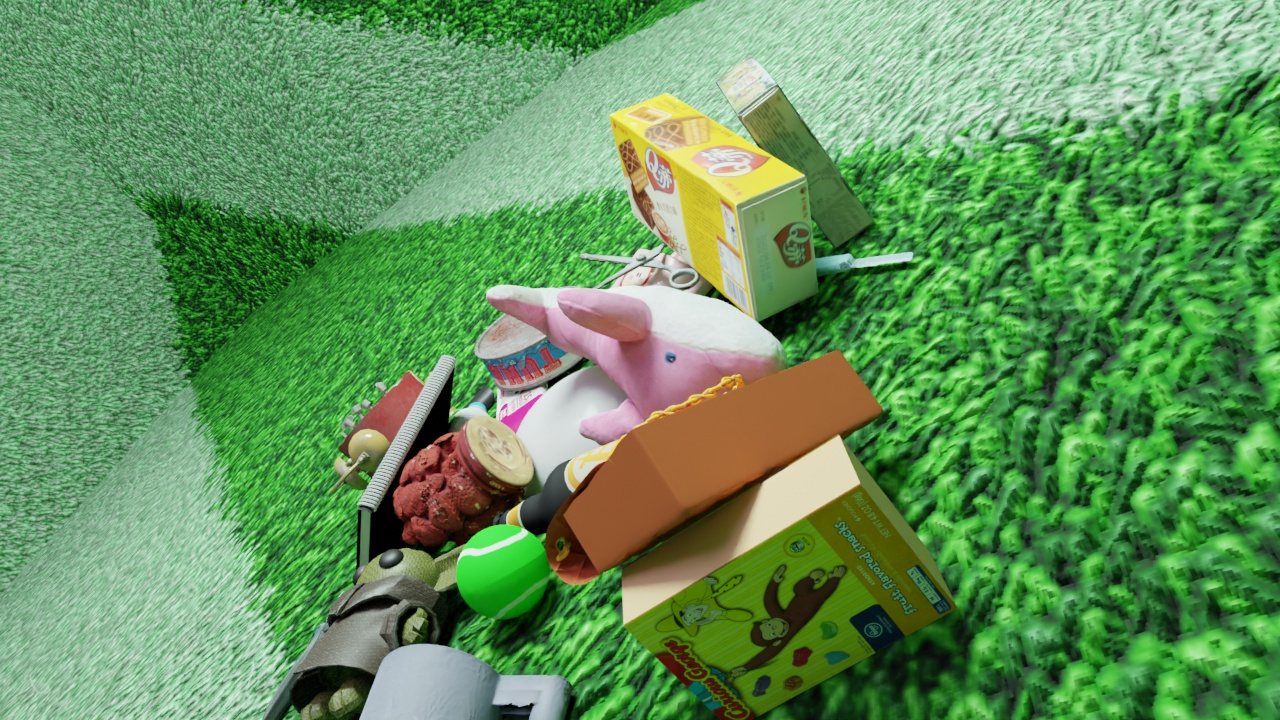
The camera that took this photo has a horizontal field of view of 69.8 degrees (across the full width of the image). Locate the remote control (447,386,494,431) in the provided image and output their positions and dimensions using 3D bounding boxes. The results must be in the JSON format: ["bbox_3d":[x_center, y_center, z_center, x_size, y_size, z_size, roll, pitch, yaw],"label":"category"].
[{"bbox_3d":[-0.213,0.086,0.998,0.146,0.015,0.033,-48,24,-16],"label":"remote control"}]

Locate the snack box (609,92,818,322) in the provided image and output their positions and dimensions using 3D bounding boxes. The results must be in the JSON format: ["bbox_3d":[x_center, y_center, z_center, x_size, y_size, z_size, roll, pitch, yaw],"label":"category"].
[{"bbox_3d":[0.056,-0.136,0.769,0.061,0.110,0.230,-25,39,-13],"label":"snack box"}]

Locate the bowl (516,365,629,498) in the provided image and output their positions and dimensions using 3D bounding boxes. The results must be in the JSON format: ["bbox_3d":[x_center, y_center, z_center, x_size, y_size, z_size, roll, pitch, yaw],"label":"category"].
[{"bbox_3d":[-0.062,0.051,0.794,0.150,0.043,0.149,-33,24,17],"label":"bowl"}]

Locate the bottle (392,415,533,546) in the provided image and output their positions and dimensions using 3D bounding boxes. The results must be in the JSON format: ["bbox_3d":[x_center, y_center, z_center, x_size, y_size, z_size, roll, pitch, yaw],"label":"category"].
[{"bbox_3d":[-0.143,0.109,0.749,0.111,0.099,0.098,-41,22,20],"label":"bottle"}]

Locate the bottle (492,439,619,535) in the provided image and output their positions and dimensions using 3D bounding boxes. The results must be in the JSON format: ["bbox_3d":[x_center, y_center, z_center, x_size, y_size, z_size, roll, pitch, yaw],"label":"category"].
[{"bbox_3d":[-0.037,0.097,0.654,0.182,0.059,0.059,-25,28,33],"label":"bottle"}]

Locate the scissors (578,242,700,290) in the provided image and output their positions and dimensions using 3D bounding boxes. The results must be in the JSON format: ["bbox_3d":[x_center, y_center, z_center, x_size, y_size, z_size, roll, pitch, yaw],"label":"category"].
[{"bbox_3d":[0.015,-0.098,0.839,0.174,0.014,0.142,-37,40,-22],"label":"scissors"}]

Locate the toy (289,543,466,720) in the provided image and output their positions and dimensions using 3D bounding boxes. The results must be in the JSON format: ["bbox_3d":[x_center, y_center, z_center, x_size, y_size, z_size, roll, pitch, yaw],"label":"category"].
[{"bbox_3d":[-0.196,0.205,0.683,0.180,0.078,0.152,-31,24,28],"label":"toy"}]

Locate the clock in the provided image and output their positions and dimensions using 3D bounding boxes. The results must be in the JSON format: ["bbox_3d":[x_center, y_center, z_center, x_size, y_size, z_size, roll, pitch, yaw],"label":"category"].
[{"bbox_3d":[-0.276,0.079,0.976,0.117,0.081,0.158,-41,9,47],"label":"clock"}]

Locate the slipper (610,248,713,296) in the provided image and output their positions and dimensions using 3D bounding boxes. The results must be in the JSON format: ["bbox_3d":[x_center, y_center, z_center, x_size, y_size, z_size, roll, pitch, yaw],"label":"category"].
[{"bbox_3d":[0.029,-0.084,0.879,0.221,0.055,0.107,-43,25,-7],"label":"slipper"}]

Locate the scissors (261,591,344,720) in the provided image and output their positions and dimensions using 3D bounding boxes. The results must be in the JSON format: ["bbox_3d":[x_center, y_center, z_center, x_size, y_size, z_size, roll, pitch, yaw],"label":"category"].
[{"bbox_3d":[-0.281,0.255,0.798,0.124,0.019,0.155,-48,18,-7],"label":"scissors"}]

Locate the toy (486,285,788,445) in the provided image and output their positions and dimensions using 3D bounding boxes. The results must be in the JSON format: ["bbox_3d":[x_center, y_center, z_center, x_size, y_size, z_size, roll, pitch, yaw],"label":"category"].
[{"bbox_3d":[-0.004,0.004,0.700,0.266,0.186,0.128,19,95,47],"label":"toy"}]

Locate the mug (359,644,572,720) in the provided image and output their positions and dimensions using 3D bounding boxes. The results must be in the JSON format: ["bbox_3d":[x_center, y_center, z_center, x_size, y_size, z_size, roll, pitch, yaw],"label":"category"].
[{"bbox_3d":[-0.108,0.230,0.522,0.124,0.084,0.103,-4,35,13],"label":"mug"}]

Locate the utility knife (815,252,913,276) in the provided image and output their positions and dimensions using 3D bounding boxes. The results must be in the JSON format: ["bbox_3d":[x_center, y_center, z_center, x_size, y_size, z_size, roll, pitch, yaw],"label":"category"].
[{"bbox_3d":[0.151,-0.076,0.726,0.022,0.015,0.166,-51,23,-21],"label":"utility knife"}]

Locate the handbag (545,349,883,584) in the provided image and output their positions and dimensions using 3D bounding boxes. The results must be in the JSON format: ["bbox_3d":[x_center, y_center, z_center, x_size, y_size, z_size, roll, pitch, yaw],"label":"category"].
[{"bbox_3d":[0.036,0.053,0.497,0.171,0.060,0.109,-17,-23,-44],"label":"handbag"}]

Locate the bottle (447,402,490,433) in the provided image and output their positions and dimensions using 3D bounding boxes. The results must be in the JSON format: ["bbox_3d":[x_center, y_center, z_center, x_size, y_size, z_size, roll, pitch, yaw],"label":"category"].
[{"bbox_3d":[-0.170,0.085,0.899,0.044,0.044,0.136,-33,24,17],"label":"bottle"}]

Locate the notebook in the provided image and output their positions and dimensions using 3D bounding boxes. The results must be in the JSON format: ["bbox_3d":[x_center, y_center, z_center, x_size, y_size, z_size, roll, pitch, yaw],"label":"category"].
[{"bbox_3d":[-0.214,0.111,0.841,0.206,0.016,0.149,-75,0,-52],"label":"notebook"}]

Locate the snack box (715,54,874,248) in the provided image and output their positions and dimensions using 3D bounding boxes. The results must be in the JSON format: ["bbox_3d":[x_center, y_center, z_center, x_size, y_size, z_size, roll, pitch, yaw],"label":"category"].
[{"bbox_3d":[0.129,-0.182,0.786,0.043,0.144,0.144,-36,24,16],"label":"snack box"}]

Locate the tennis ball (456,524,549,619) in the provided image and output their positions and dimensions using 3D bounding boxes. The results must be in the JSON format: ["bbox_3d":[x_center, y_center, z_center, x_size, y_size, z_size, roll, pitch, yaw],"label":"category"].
[{"bbox_3d":[-0.097,0.149,0.646,0.065,0.065,0.065,-33,24,17],"label":"tennis ball"}]

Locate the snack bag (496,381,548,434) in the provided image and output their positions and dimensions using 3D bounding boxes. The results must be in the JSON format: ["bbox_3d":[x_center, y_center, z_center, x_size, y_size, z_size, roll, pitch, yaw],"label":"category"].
[{"bbox_3d":[-0.125,0.030,0.961,0.070,0.016,0.196,-35,24,9],"label":"snack bag"}]

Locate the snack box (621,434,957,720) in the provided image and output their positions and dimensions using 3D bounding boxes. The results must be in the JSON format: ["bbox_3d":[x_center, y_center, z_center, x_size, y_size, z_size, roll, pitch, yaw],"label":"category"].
[{"bbox_3d":[0.068,0.108,0.437,0.126,0.088,0.040,-34,24,15],"label":"snack box"}]

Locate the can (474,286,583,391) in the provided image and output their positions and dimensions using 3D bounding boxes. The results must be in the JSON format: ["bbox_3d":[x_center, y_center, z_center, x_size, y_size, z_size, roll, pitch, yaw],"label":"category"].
[{"bbox_3d":[-0.107,-0.024,0.963,0.130,0.044,0.129,-24,25,12],"label":"can"}]
